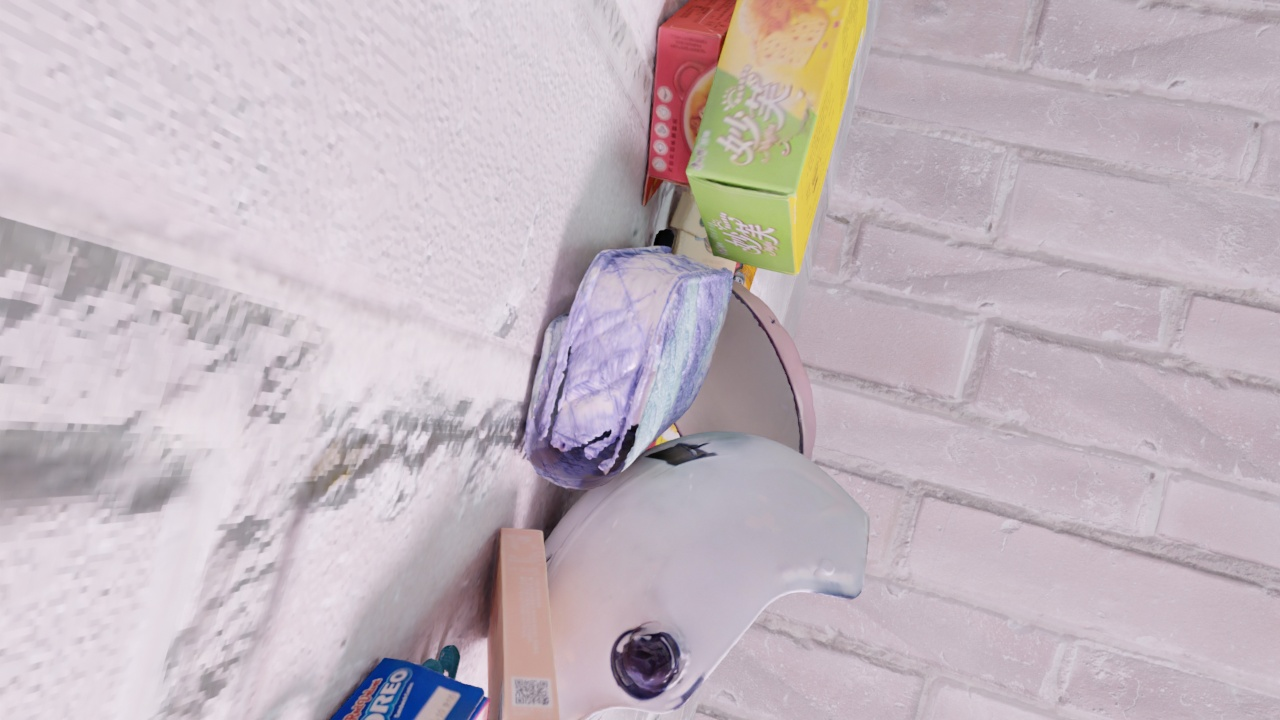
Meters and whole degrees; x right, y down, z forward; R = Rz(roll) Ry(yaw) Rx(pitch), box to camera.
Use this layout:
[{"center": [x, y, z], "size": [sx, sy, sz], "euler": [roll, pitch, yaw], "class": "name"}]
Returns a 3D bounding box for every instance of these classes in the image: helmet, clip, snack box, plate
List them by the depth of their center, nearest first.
[{"center": [-0.111, 0.236, 0.419], "size": [0.058, 0.057, 0.208], "euler": [-46, 148, -61], "class": "snack box"}, {"center": [-0.106, 0.175, 0.469], "size": [0.040, 0.014, 0.056], "euler": [-7, 109, -76], "class": "clip"}, {"center": [-0.063, 0.164, 0.470], "size": [0.157, 0.026, 0.085], "euler": [-110, -153, -65], "class": "snack box"}, {"center": [0.019, 0.137, 0.612], "size": [0.259, 0.146, 0.229], "euler": [-33, 165, 7], "class": "helmet"}, {"center": [0.099, -0.182, 0.618], "size": [0.157, 0.070, 0.210], "euler": [50, 56, -74], "class": "snack box"}, {"center": [0.043, -0.183, 0.644], "size": [0.113, 0.044, 0.127], "euler": [-60, 161, -50], "class": "snack box"}, {"center": [0.077, 0.019, 0.724], "size": [0.039, 0.192, 0.193], "euler": [-21, 136, -26], "class": "plate"}]

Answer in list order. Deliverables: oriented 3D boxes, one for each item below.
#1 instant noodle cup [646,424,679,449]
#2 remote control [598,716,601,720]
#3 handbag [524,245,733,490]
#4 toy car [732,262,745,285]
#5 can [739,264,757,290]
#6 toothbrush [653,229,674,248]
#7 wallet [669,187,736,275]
[{"center": [0.064, 0.045, 0.870], "size": [0.123, 0.116, 0.116], "euler": [-68, 171, -81], "class": "instant noodle cup"}, {"center": [-0.045, 0.337, 0.914], "size": [0.135, 0.020, 0.056], "euler": [-61, 162, -49], "class": "remote control"}, {"center": [-0.003, -0.004, 0.584], "size": [0.193, 0.075, 0.134], "euler": [-23, 131, -73], "class": "handbag"}, {"center": [0.068, -0.112, 0.823], "size": [0.045, 0.053, 0.121], "euler": [-10, 113, -38], "class": "toy car"}, {"center": [0.099, -0.128, 0.922], "size": [0.058, 0.058, 0.145], "euler": [83, 25, -59], "class": "can"}, {"center": [-0.004, 0.004, 0.701], "size": [0.027, 0.026, 0.212], "euler": [-158, -100, -68], "class": "toothbrush"}, {"center": [0.058, -0.116, 0.762], "size": [0.087, 0.024, 0.115], "euler": [1, 107, -49], "class": "wallet"}]
